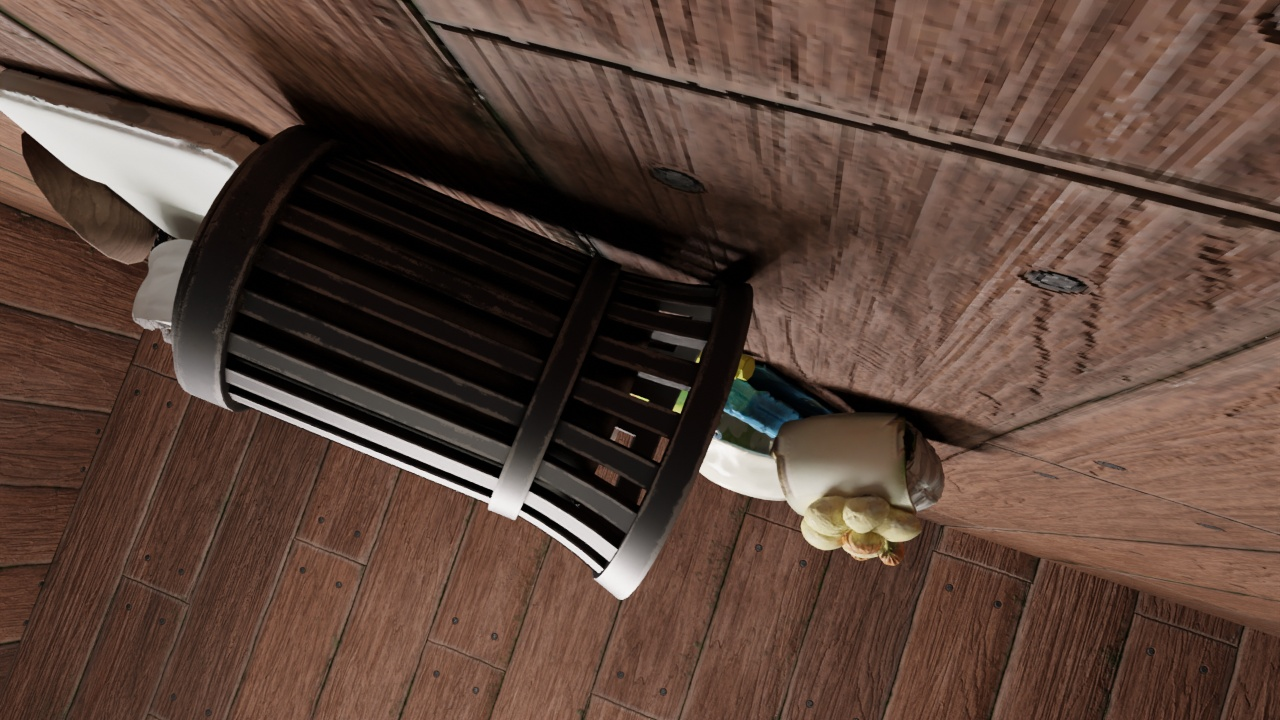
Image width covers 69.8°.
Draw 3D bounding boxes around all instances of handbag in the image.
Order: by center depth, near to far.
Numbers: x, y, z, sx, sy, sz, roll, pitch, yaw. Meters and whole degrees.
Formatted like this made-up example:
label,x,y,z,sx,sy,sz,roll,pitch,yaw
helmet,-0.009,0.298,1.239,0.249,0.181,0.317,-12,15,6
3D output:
label,x,y,z,sx,sy,sz,roll,pitch,yaw
handbag,0.188,0.106,0.758,0.113,0.123,0.171,-6,165,27

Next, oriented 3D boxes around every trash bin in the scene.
label,x,y,z,sx,sy,sz,roll,pitch,yaw
trash bin,-0.084,-0.005,0.445,0.227,0.164,0.164,23,174,-4

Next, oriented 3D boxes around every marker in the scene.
label,x,y,z,sx,sy,sz,roll,pitch,yaw
marker,0.031,-0.007,0.712,0.124,0.017,0.021,16,-142,35

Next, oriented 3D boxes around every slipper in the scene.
label,x,y,z,sx,sy,sz,roll,pitch,yaw
slipper,-0.342,-0.042,0.730,0.112,0.074,0.247,25,167,-10

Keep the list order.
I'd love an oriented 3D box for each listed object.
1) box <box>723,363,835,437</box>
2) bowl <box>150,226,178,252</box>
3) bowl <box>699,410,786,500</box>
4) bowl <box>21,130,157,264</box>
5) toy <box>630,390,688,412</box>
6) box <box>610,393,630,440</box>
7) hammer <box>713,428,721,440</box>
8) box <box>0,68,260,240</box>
label,x,y,z,sx,sy,sz,roll,pitch,yaw
box,0.115,0.036,0.808,0.093,0.052,0.231,35,-176,35
bowl,-0.408,-0.088,0.859,0.120,0.066,0.120,49,-173,-8
bowl,0.118,0.098,0.965,0.219,0.060,0.188,9,-166,-25
bowl,-0.399,-0.130,0.683,0.118,0.030,0.118,60,-179,-3
toy,-0.005,0.005,0.792,0.115,0.046,0.092,31,-169,-23
box,-0.070,-0.010,0.604,0.150,0.106,0.080,17,172,26
hammer,-0.058,0.045,0.934,0.327,0.176,0.079,-1,127,32
box,-0.286,-0.105,0.596,0.209,0.037,0.189,19,158,17
